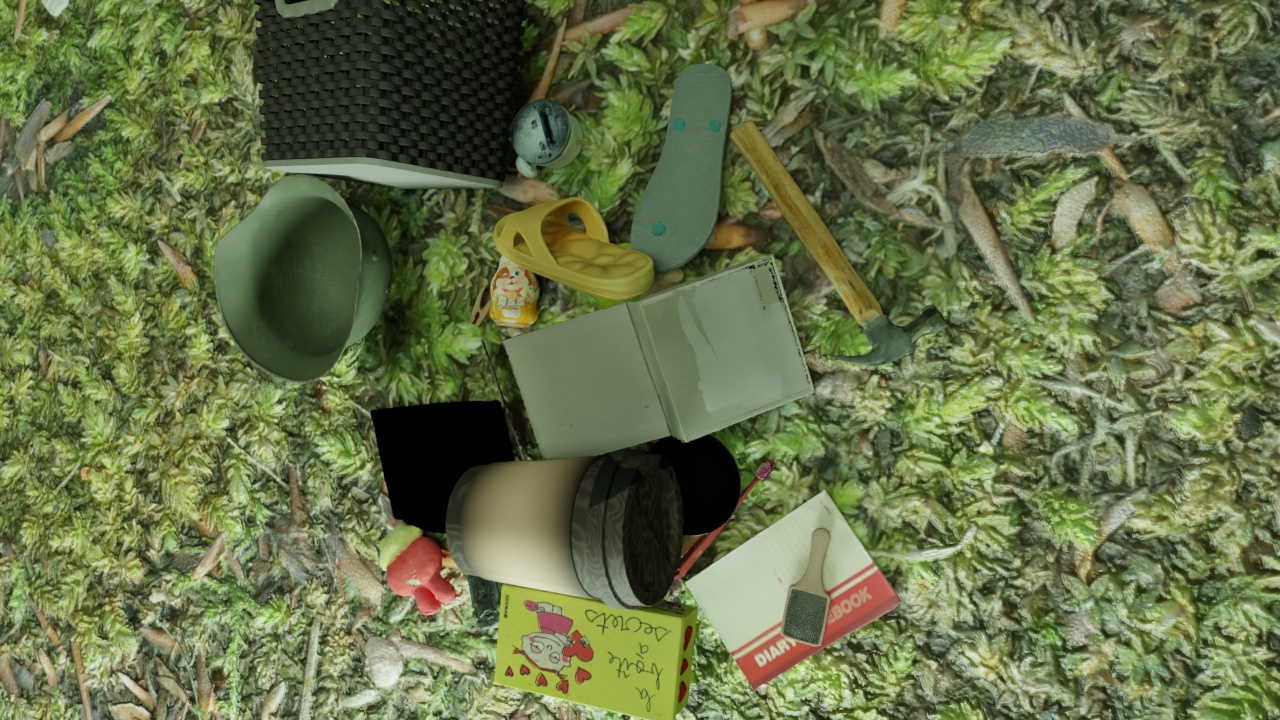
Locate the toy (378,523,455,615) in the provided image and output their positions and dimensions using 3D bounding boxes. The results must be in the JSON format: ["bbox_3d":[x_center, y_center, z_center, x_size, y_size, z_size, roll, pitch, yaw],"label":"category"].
[{"bbox_3d":[-0.303,0.281,1.243,0.135,0.045,0.092,45,101,21],"label":"toy"}]

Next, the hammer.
[{"bbox_3d":[0.203,-0.139,1.059,0.132,0.033,0.330,-36,76,18],"label":"hammer"}]

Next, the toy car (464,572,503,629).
[{"bbox_3d":[-0.201,0.299,1.210,0.048,0.033,0.105,-26,67,23],"label":"toy car"}]

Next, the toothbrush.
[{"bbox_3d":[0.098,0.192,1.102,0.016,0.016,0.190,42,104,16],"label":"toothbrush"}]

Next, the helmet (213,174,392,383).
[{"bbox_3d":[-0.425,-0.120,1.232,0.227,0.153,0.268,24,114,15],"label":"helmet"}]

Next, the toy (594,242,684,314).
[{"bbox_3d":[-0.001,-0.098,1.130,0.118,0.043,0.092,5,95,20],"label":"toy"}]

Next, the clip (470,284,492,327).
[{"bbox_3d":[-0.200,-0.068,1.220,0.045,0.025,0.061,29,107,21],"label":"clip"}]

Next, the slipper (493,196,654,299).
[{"bbox_3d":[-0.088,-0.147,1.093,0.263,0.099,0.078,29,137,39],"label":"slipper"}]

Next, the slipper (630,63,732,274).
[{"bbox_3d":[0.062,-0.226,1.110,0.098,0.054,0.268,13,83,19],"label":"slipper"}]

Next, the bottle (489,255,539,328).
[{"bbox_3d":[-0.162,-0.097,1.183,0.063,0.063,0.109,1,88,21],"label":"bottle"}]

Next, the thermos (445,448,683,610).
[{"bbox_3d":[-0.087,0.183,1.024,0.227,0.172,0.172,-2,89,25],"label":"thermos"}]

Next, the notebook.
[{"bbox_3d":[0.174,0.270,1.074,0.209,0.012,0.153,-38,77,17],"label":"notebook"}]

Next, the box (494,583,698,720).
[{"bbox_3d":[-0.050,0.324,1.047,0.221,0.079,0.124,8,92,22],"label":"box"}]

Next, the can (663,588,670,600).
[{"bbox_3d":[-0.032,0.272,1.122,0.128,0.073,0.128,0,89,21],"label":"can"}]

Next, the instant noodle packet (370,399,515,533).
[{"bbox_3d":[-0.271,0.140,1.203,0.222,0.084,0.163,-4,104,37],"label":"instant noodle packet"}]

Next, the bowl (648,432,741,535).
[{"bbox_3d":[0.067,0.143,1.096,0.124,0.052,0.124,0,89,21],"label":"bowl"}]

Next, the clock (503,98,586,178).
[{"bbox_3d":[-0.130,-0.283,1.176,0.118,0.057,0.083,-18,84,20],"label":"clock"}]

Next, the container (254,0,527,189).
[{"bbox_3d":[-0.308,-0.347,1.127,0.248,0.245,0.243,8,96,37],"label":"container"}]

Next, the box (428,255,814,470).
[{"bbox_3d":[-0.027,0.024,1.038,0.419,0.108,0.166,-18,98,1],"label":"box"}]

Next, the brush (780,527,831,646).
[{"bbox_3d":[0.195,0.259,1.051,0.050,0.015,0.136,12,95,19],"label":"brush"}]
